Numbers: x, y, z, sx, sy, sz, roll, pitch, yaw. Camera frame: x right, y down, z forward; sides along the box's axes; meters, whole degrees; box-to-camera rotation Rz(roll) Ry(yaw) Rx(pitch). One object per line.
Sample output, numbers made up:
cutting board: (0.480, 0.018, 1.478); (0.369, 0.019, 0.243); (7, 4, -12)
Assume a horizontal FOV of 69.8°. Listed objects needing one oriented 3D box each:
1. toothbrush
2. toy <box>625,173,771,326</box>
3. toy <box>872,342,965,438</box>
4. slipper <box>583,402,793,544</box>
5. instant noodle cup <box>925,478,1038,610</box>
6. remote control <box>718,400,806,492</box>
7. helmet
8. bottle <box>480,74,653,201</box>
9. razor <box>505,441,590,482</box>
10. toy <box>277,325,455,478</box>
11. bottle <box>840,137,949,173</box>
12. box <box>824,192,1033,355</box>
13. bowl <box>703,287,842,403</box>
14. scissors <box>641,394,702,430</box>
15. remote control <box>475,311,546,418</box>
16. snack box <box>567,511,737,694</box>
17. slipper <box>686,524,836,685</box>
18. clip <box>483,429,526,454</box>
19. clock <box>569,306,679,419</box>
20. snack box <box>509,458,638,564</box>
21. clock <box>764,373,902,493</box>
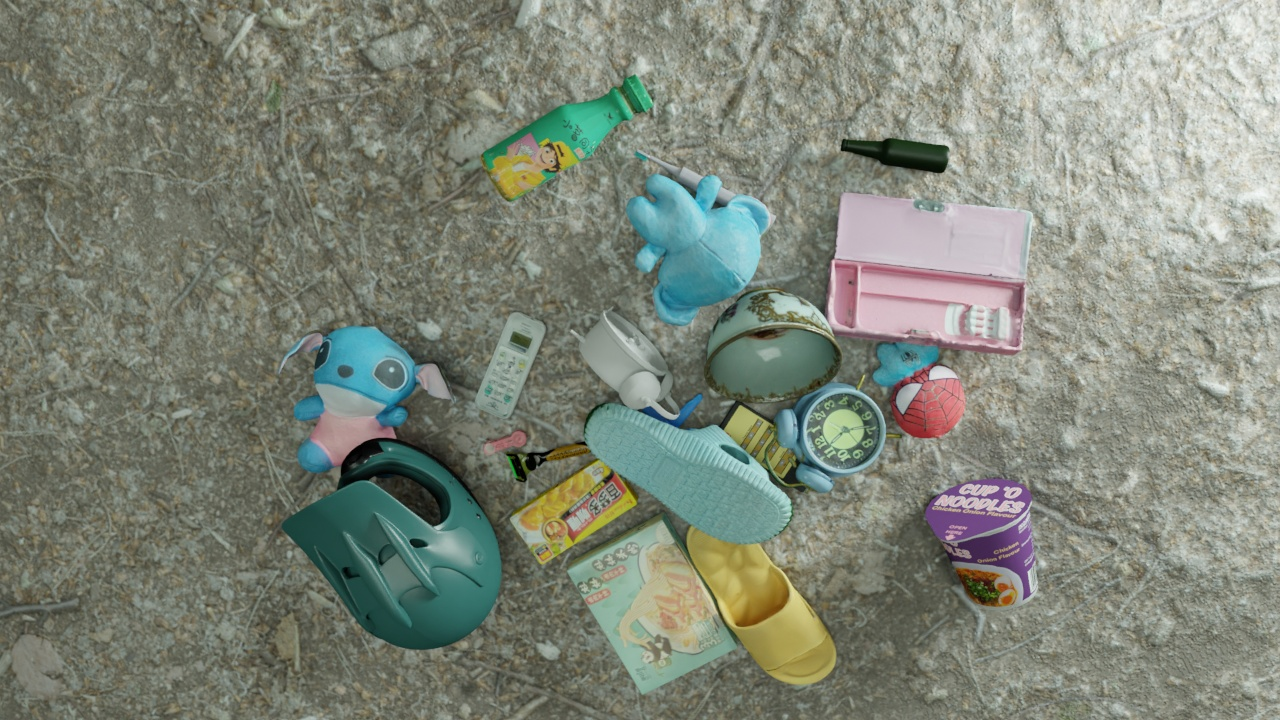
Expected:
toothbrush: (0.077, -0.210, 1.110); (0.188, 0.018, 0.019); (28, 97, 0)
toy: (0.055, -0.142, 1.078); (0.180, 0.115, 0.183); (39, 94, -24)
toy: (0.337, 0.030, 1.106); (0.092, 0.062, 0.133); (-27, 81, -7)
slipper: (0.058, 0.132, 1.127); (0.276, 0.069, 0.116); (29, 117, 6)
instant noodle cup: (0.417, 0.230, 1.102); (0.122, 0.136, 0.122); (-3, 114, 49)
remote control: (0.162, 0.108, 1.152); (0.133, 0.013, 0.058); (31, 99, -1)
helmet: (-0.279, 0.221, 1.073); (0.176, 0.200, 0.275); (-29, 116, 10)
bottle: (-0.085, -0.268, 1.089); (0.210, 0.068, 0.068); (-29, 95, 8)
razor: (-0.097, 0.119, 1.169); (0.144, 0.021, 0.044); (-14, 115, 7)
toy: (-0.339, 0.055, 1.142); (0.224, 0.098, 0.191); (11, 104, 0)
bottle: (0.299, -0.245, 1.082); (0.123, 0.033, 0.033); (9, 98, 3)
box: (0.343, -0.103, 1.099); (0.233, 0.040, 0.179); (8, 82, 4)
bowl: (0.151, -0.029, 1.082); (0.160, 0.160, 0.093); (-6, 57, 5)
scissors: (0.035, 0.089, 1.159); (0.126, 0.013, 0.125); (42, 100, -7)
remote control: (-0.163, 0.006, 1.157); (0.050, 0.022, 0.133); (24, 99, 1)
snack box: (0.016, 0.311, 1.176); (0.141, 0.044, 0.193); (-29, 96, 9)
slipper: (0.148, 0.305, 1.149); (0.099, 0.078, 0.263); (-34, 92, 8)
clip: (-0.176, 0.106, 1.176); (0.059, 0.045, 0.023); (-22, 100, -28)
clock: (-0.007, 0.007, 1.101); (0.159, 0.119, 0.061); (46, 104, 8)
snack box: (-0.085, 0.190, 1.175); (0.152, 0.025, 0.075); (-34, 94, 8)
clock: (0.225, 0.094, 1.113); (0.162, 0.060, 0.118); (-34, 89, -2)
